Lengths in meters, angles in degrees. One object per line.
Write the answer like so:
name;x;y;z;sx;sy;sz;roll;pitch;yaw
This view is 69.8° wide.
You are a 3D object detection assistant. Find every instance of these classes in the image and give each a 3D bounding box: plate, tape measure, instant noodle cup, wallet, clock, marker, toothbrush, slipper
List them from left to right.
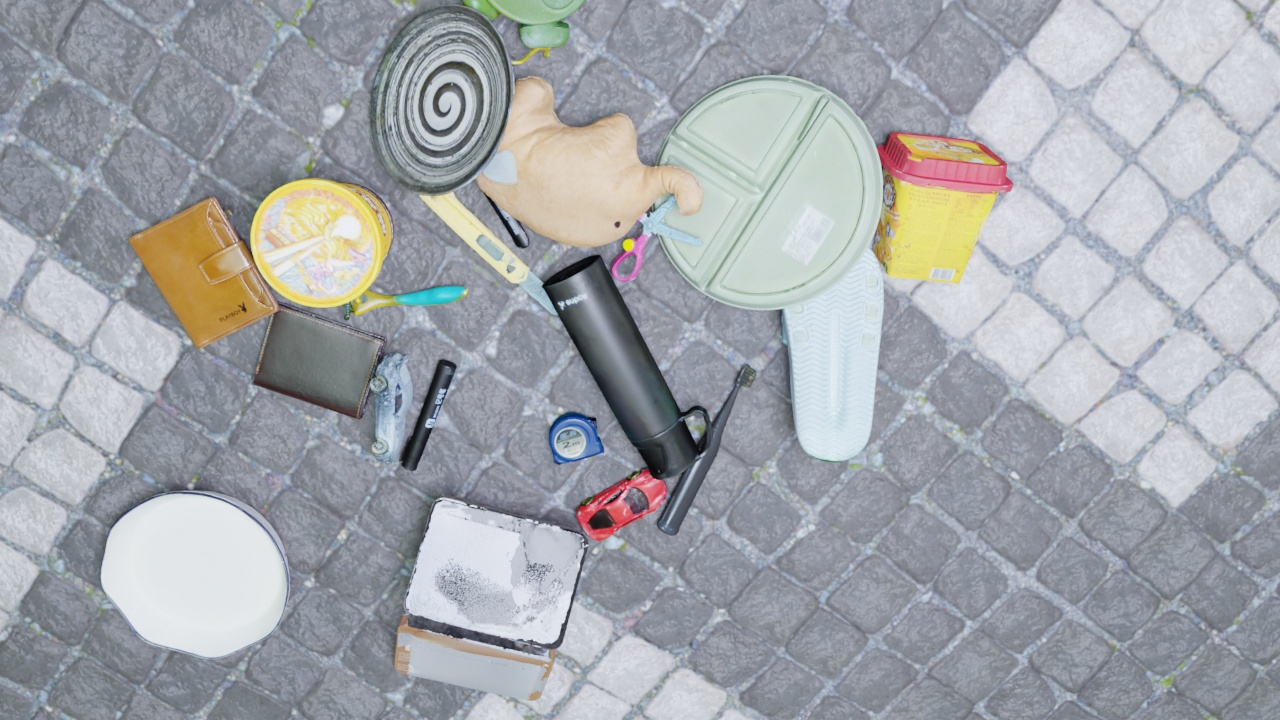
plate;-0.493;0.235;1.032;0.205;0.045;0.205;0;106;-1
wallet;-0.440;-0.092;0.943;0.119;0.035;0.131;-23;104;12
wallet;-0.343;0.001;0.979;0.122;0.020;0.096;19;100;-6
instant noodle cup;-0.298;-0.121;0.893;0.118;0.114;0.118;0;106;-1
marker;-0.232;0.060;0.999;0.022;0.020;0.132;30;107;20
plate;-0.186;-0.243;0.868;0.180;0.024;0.179;0;90;30
marker;-0.148;-0.168;0.933;0.018;0.015;0.124;-27;107;11
clock;-0.104;-0.357;0.856;0.116;0.056;0.161;27;104;-8
tape measure;-0.073;0.084;1.006;0.058;0.025;0.054;-16;105;-1
toothbrush;0.074;0.099;1.012;0.026;0.027;0.213;11;111;-44
plate;0.119;-0.163;0.898;0.230;0.027;0.230;2;98;16
slipper;0.196;-0.019;0.951;0.104;0.074;0.245;-2;90;6
instant noodle cup;0.286;-0.149;0.904;0.116;0.116;0.124;5;118;-3

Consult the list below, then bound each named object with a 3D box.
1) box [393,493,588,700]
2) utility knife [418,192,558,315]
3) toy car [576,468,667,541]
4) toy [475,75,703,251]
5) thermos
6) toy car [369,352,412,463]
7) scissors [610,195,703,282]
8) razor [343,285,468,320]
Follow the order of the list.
box;-0.171;0.280;1.018;0.179;0.132;0.272;15;111;-6
utility knife;-0.153;-0.117;0.952;0.208;0.021;0.031;42;107;-17
toy car;-0.020;0.162;1.028;0.106;0.031;0.049;-30;106;5
toy;-0.053;-0.175;0.890;0.226;0.082;0.144;24;118;-1
thermos;-0.006;0.006;0.961;0.090;0.068;0.242;-25;107;14
toy car;-0.264;0.051;0.976;0.037;0.054;0.121;7;107;-1
scissors;0.002;-0.140;0.920;0.134;0.017;0.131;-44;78;32
razor;-0.244;-0.066;0.955;0.132;0.028;0.043;-5;76;3
